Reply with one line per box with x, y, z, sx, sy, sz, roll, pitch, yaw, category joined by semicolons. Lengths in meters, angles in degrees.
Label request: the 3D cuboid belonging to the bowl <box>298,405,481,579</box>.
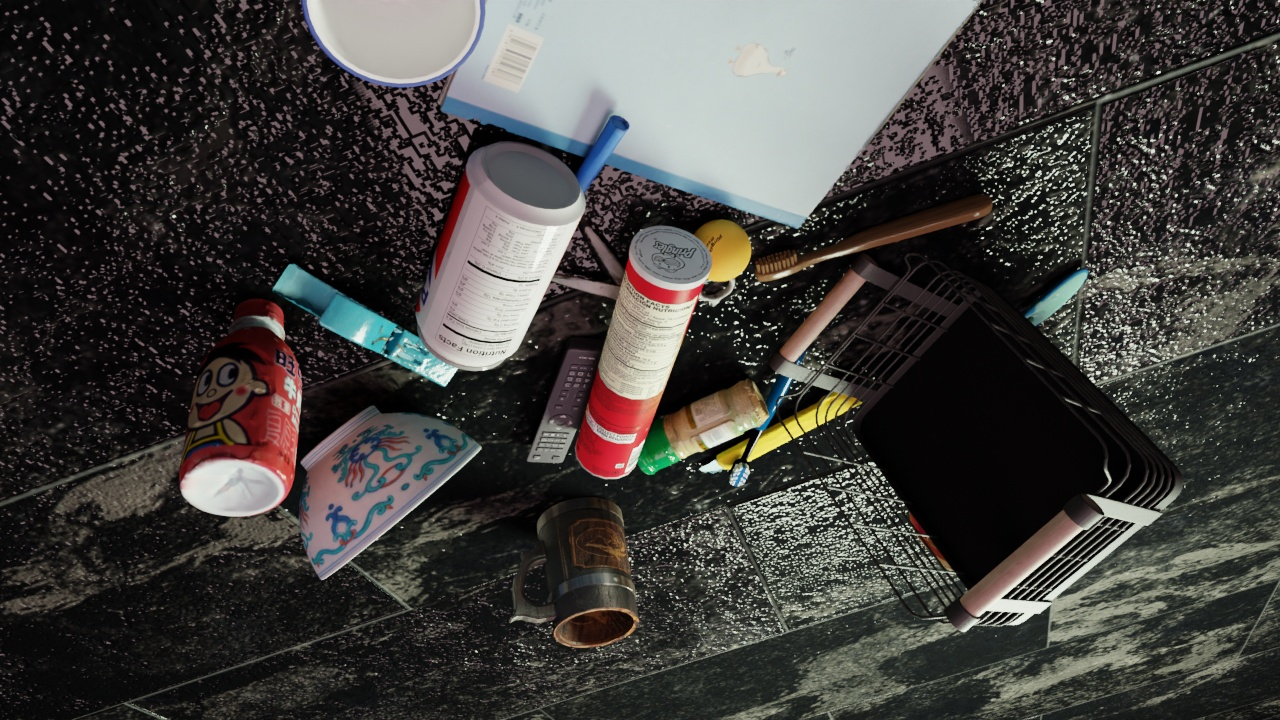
-0.195;0.081;0.663;0.144;0.143;0.074;-37;95;25;bowl

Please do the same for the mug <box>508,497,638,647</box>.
-0.063;0.187;0.811;0.115;0.107;0.080;7;136;-22;mug

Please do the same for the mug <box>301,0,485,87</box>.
-0.103;-0.187;0.395;0.075;0.076;0.112;5;136;-20;mug

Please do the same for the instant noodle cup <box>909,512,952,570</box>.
0.288;0.077;0.748;0.179;0.178;0.078;-30;121;18;instant noodle cup

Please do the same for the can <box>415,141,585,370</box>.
-0.087;-0.060;0.550;0.070;0.070;0.132;9;135;-25;can

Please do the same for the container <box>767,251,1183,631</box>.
0.216;0.053;0.633;0.130;0.241;0.163;15;123;-40;container

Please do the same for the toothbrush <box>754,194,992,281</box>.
0.159;-0.085;0.630;0.167;0.016;0.016;-16;140;5;toothbrush

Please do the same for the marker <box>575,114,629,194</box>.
-0.045;-0.093;0.559;0.013;0.013;0.142;13;138;-28;marker

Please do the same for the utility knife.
0.121;0.061;0.788;0.165;0.017;0.030;-33;131;21;utility knife

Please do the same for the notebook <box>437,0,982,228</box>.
0.039;-0.170;0.504;0.253;0.009;0.182;13;134;-28;notebook

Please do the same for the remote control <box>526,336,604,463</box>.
-0.059;0.034;0.707;0.032;0.015;0.137;5;136;-20;remote control

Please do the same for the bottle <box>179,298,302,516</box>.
-0.235;0.021;0.550;0.062;0.137;0.062;-8;141;-7;bottle

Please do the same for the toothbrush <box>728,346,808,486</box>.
0.104;0.045;0.755;0.014;0.014;0.168;11;130;-10;toothbrush

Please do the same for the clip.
-0.186;-0.028;0.591;0.121;0.031;0.130;25;174;16;clip

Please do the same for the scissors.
-0.004;-0.035;0.645;0.141;0.014;0.162;-5;140;-13;scissors

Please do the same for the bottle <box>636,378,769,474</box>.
0.046;0.052;0.738;0.111;0.043;0.043;-25;138;13;bottle

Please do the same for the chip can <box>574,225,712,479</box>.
-0.004;0.004;0.640;0.051;0.051;0.215;0;140;-16;chip can

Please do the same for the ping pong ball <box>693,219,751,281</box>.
0.052;-0.072;0.597;0.040;0.040;0.040;-8;139;-7;ping pong ball

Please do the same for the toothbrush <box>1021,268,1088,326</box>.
0.300;-0.027;0.734;0.022;0.017;0.135;24;128;-32;toothbrush
